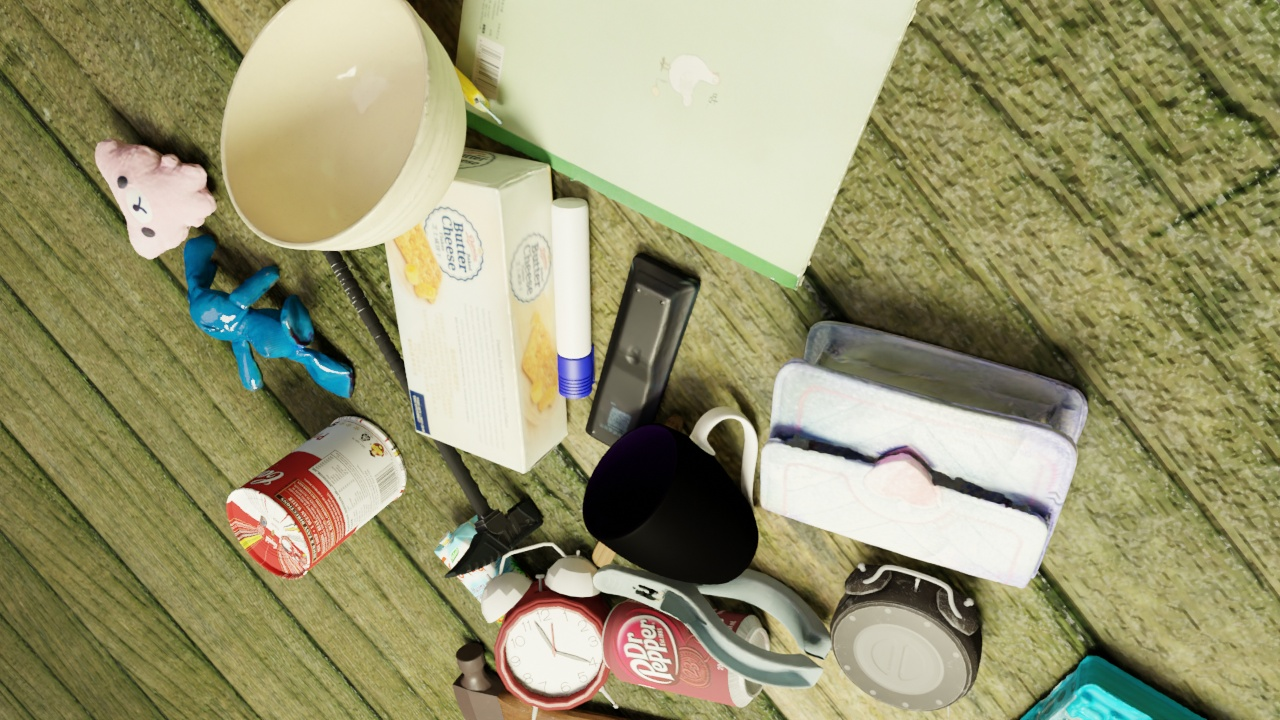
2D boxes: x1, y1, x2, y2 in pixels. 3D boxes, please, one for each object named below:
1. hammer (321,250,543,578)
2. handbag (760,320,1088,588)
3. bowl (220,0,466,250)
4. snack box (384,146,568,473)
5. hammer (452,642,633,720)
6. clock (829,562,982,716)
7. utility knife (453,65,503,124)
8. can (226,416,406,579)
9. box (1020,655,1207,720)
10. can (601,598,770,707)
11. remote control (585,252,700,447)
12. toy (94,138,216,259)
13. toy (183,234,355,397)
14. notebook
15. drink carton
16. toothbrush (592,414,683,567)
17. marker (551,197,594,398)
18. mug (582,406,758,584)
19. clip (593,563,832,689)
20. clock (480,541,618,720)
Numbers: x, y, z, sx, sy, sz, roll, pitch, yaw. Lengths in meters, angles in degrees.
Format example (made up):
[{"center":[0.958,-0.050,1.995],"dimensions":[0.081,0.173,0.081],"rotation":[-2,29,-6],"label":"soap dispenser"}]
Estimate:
[{"center":[-0.186,0.008,0.687],"dimensions":[0.015,0.094,0.325],"rotation":[-27,94,40],"label":"hammer"},{"center":[0.151,0.060,0.513],"dimensions":[0.159,0.069,0.127],"rotation":[17,126,19],"label":"handbag"},{"center":[-0.156,-0.128,0.521],"dimensions":[0.151,0.075,0.150],"rotation":[-5,80,27],"label":"bowl"},{"center":[-0.109,-0.034,0.617],"dimensions":[0.104,0.057,0.208],"rotation":[16,124,28],"label":"snack box"},{"center":[-0.029,0.321,0.796],"dimensions":[0.324,0.033,0.115],"rotation":[1,115,30],"label":"hammer"},{"center":[0.169,0.170,0.579],"dimensions":[0.091,0.043,0.123],"rotation":[15,123,23],"label":"clock"},{"center":[-0.140,-0.196,0.559],"dimensions":[0.163,0.030,0.017],"rotation":[40,95,9],"label":"utility knife"},{"center":[-0.265,0.111,0.760],"dimensions":[0.087,0.116,0.087],"rotation":[15,123,24],"label":"can"},{"center":[0.297,0.308,0.575],"dimensions":[0.185,0.056,0.227],"rotation":[37,130,21],"label":"box"},{"center":[0.033,0.211,0.673],"dimensions":[0.114,0.063,0.063],"rotation":[1,117,31],"label":"can"},{"center":[-0.004,0.003,0.601],"dimensions":[0.047,0.022,0.151],"rotation":[27,128,15],"label":"remote control"},{"center":[-0.382,-0.132,0.734],"dimensions":[0.096,0.052,0.099],"rotation":[-3,114,20],"label":"toy"},{"center":[-0.310,-0.037,0.737],"dimensions":[0.176,0.070,0.113],"rotation":[34,140,10],"label":"toy"},{"center":[0.005,-0.167,0.506],"dimensions":[0.252,0.010,0.182],"rotation":[29,128,15],"label":"notebook"},{"center":[-0.116,0.188,0.764],"dimensions":[0.129,0.038,0.044],"rotation":[50,130,-5],"label":"drink carton"},{"center":[-0.005,0.099,0.662],"dimensions":[0.016,0.016,0.167],"rotation":[34,130,11],"label":"toothbrush"},{"center":[-0.043,-0.039,0.599],"dimensions":[0.023,0.027,0.133],"rotation":[14,121,24],"label":"marker"},{"center":[0.037,0.088,0.593],"dimensions":[0.100,0.085,0.119],"rotation":[38,94,-31],"label":"mug"},{"center":[0.059,0.158,0.641],"dimensions":[0.163,0.107,0.028],"rotation":[26,126,11],"label":"clip"},{"center":[-0.070,0.210,0.718],"dimensions":[0.096,0.048,0.137],"rotation":[-15,97,2],"label":"clock"}]
